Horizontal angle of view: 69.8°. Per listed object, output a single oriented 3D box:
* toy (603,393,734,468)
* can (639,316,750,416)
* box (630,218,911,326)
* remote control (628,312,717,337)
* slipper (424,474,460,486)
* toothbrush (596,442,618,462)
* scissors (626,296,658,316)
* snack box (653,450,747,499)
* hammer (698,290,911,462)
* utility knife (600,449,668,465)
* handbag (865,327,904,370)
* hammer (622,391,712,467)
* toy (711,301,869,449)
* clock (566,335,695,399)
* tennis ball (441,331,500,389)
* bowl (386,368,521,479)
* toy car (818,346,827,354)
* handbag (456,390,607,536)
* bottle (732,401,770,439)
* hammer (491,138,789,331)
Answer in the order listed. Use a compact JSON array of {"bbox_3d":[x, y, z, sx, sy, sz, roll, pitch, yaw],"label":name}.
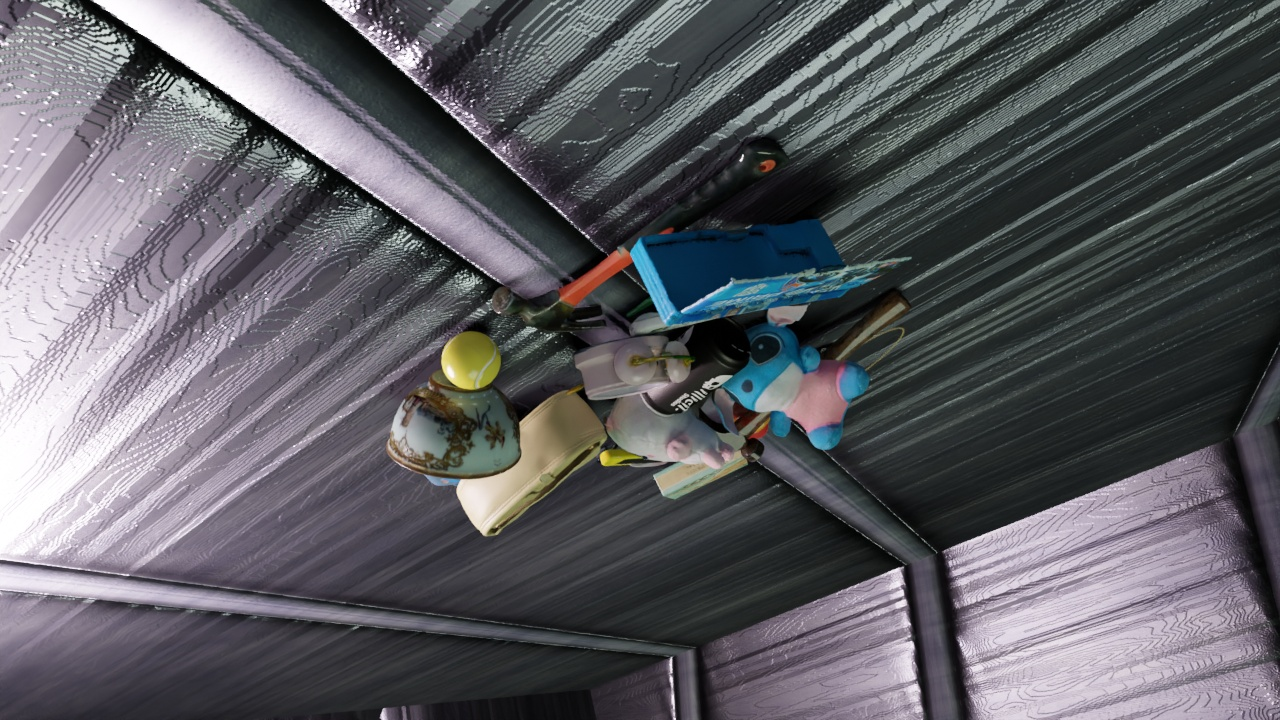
[{"bbox_3d":[0.043,0.097,1.252,0.138,0.180,0.101,-16,130,-65],"label":"toy"},{"bbox_3d":[0.067,0.007,1.164,0.080,0.080,0.146,7,146,-39],"label":"can"},{"bbox_3d":[0.131,-0.102,0.899,0.242,0.114,0.114,-11,156,-34],"label":"box"},{"bbox_3d":[0.053,-0.054,1.079,0.133,0.022,0.050,-14,175,-13],"label":"remote control"},{"bbox_3d":[-0.261,0.147,1.287,0.104,0.059,0.214,-15,155,4],"label":"slipper"},{"bbox_3d":[-0.018,0.106,1.395,0.014,0.017,0.189,2,146,-39],"label":"toothbrush"},{"bbox_3d":[0.024,-0.079,1.047,0.131,0.012,0.112,-30,154,30],"label":"scissors"},{"bbox_3d":[0.102,0.176,1.495,0.141,0.044,0.193,-26,168,2],"label":"snack box"},{"bbox_3d":[0.228,0.015,1.267,0.120,0.033,0.331,35,118,-26],"label":"hammer"},{"bbox_3d":[0.014,0.148,1.415,0.173,0.020,0.029,2,148,-36],"label":"utility knife"},{"bbox_3d":[0.320,0.003,1.358,0.084,0.027,0.179,7,144,-38],"label":"handbag"},{"bbox_3d":[0.061,0.086,1.376,0.124,0.029,0.312,-4,151,-23],"label":"hammer"},{"bbox_3d":[0.198,0.018,1.198,0.191,0.098,0.225,24,121,-1],"label":"toy"},{"bbox_3d":[-0.007,0.006,1.099,0.116,0.058,0.158,-3,170,-44],"label":"clock"},{"bbox_3d":[-0.189,0.000,1.026,0.065,0.065,0.065,-12,154,-6],"label":"tennis ball"},{"bbox_3d":[-0.215,0.064,1.083,0.159,0.160,0.094,-2,110,-26],"label":"bowl"},{"bbox_3d":[0.242,0.007,1.322,0.089,0.025,0.038,-21,153,10],"label":"toy car"},{"bbox_3d":[-0.145,0.154,1.260,0.233,0.088,0.191,-39,161,0],"label":"handbag"},{"bbox_3d":[0.164,0.080,1.396,0.071,0.048,0.134,-18,154,7],"label":"bottle"},{"bbox_3d":[0.006,-0.121,0.938,0.334,0.033,0.133,-32,148,29],"label":"hammer"}]
